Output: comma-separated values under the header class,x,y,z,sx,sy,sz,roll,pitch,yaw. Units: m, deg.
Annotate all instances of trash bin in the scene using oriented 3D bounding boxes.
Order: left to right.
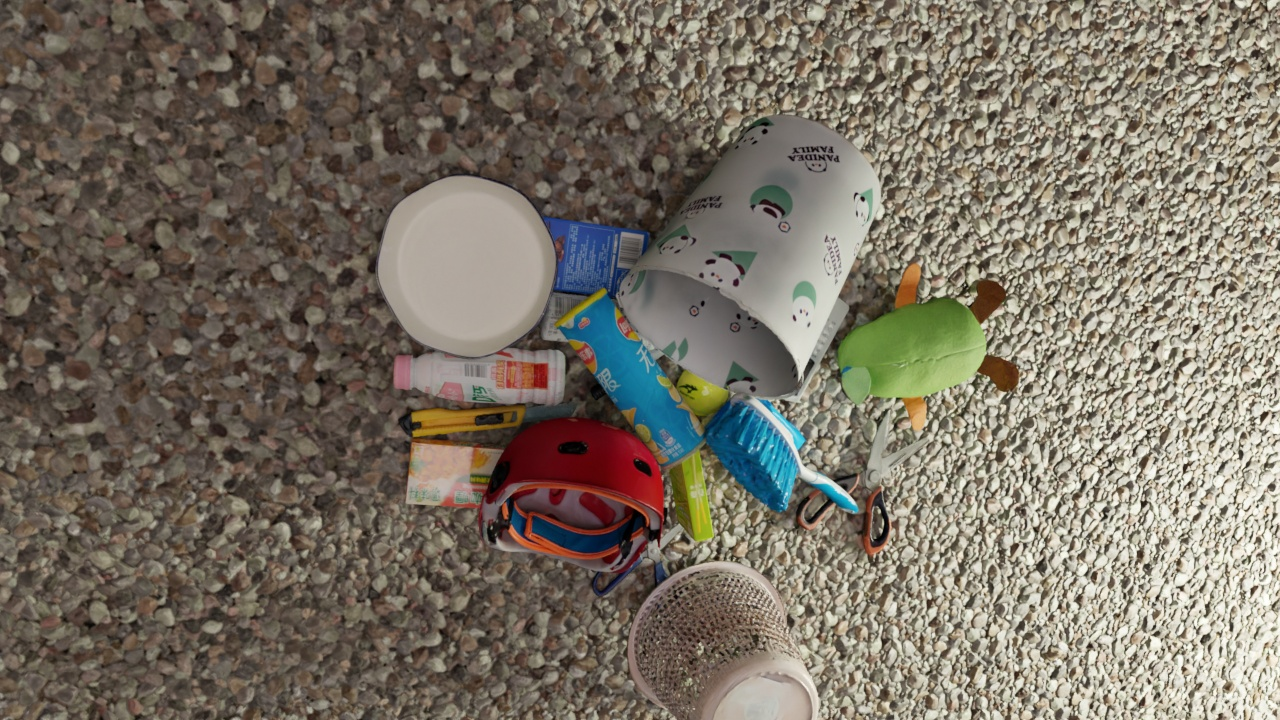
class,x,y,z,sx,sy,sz,roll,pitch,yaw
trash bin,0.115,0.393,1.147,0.227,0.192,0.228,-4,105,-15
trash bin,0.135,-0.121,1.031,0.229,0.230,0.251,39,69,-16

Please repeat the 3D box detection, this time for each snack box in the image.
class,x,y,z,sx,sy,sz,roll,pitch,yaw
snack box,-0.204,0.140,1.121,0.155,0.027,0.077,6,99,-14
snack box,-0.072,-0.124,1.104,0.157,0.026,0.084,6,98,-14
snack box,0.056,0.139,1.147,0.026,0.086,0.156,-11,99,-10

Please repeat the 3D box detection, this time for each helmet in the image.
class,x,y,z,sx,sy,sz,roll,pitch,yaw
helmet,-0.068,0.134,1.040,0.207,0.241,0.143,16,55,-15

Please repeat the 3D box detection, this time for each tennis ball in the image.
class,x,y,z,sx,sy,sz,roll,pitch,yaw
tennis ball,0.078,0.037,1.147,0.065,0.065,0.065,-2,100,-13

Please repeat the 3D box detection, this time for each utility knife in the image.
class,x,y,z,sx,sy,sz,roll,pitch,yaw
utility knife,-0.183,0.068,1.119,0.219,0.015,0.033,-5,104,-12

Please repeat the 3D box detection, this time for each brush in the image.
class,x,y,z,sx,sy,sz,roll,pitch,yaw
brush,0.187,0.142,1.123,0.314,0.061,0.109,50,52,-34

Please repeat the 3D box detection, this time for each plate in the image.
class,x,y,z,sx,sy,sz,roll,pitch,yaw
plate,-0.196,-0.107,1.051,0.205,0.045,0.205,0,95,-2

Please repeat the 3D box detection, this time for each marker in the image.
class,x,y,z,sx,sy,sz,roll,pitch,yaw
marker,-0.007,0.007,1.146,0.130,0.022,0.018,-35,69,-4

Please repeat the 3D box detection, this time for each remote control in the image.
class,x,y,z,sx,sy,sz,roll,pitch,yaw
remote control,0.213,-0.020,1.191,0.058,0.021,0.150,27,92,-16

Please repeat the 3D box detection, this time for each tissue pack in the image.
class,x,y,z,sx,sy,sz,roll,pitch,yaw
tissue pack,0.144,0.097,1.156,0.095,0.052,0.157,-48,135,0

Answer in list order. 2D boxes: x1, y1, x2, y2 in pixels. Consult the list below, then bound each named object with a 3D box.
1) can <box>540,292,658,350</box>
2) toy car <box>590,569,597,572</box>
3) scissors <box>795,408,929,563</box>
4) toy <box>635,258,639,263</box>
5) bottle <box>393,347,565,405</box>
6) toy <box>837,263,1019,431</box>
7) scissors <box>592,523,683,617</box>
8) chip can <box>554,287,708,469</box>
class,x,y,z,sx,sy,sz,roll,pitch,yaw
can,-0.046,-0.046,1.107,0.146,0.058,0.058,6,98,-14
toy car,-0.066,0.222,1.164,0.042,0.035,0.090,-28,96,-8
scissors,0.304,0.173,1.251,0.189,0.015,0.226,0,99,-13
toy,0.042,-0.097,1.123,0.083,0.039,0.108,-43,115,-37
bottle,-0.189,0.017,1.085,0.197,0.068,0.068,2,99,-9
toy,0.367,-0.016,1.193,0.246,0.090,0.227,-10,101,-8
scissors,0.011,0.262,1.201,0.162,0.012,0.176,-20,102,-10
chip can,-0.009,0.022,1.047,0.071,0.071,0.210,-37,97,-5
